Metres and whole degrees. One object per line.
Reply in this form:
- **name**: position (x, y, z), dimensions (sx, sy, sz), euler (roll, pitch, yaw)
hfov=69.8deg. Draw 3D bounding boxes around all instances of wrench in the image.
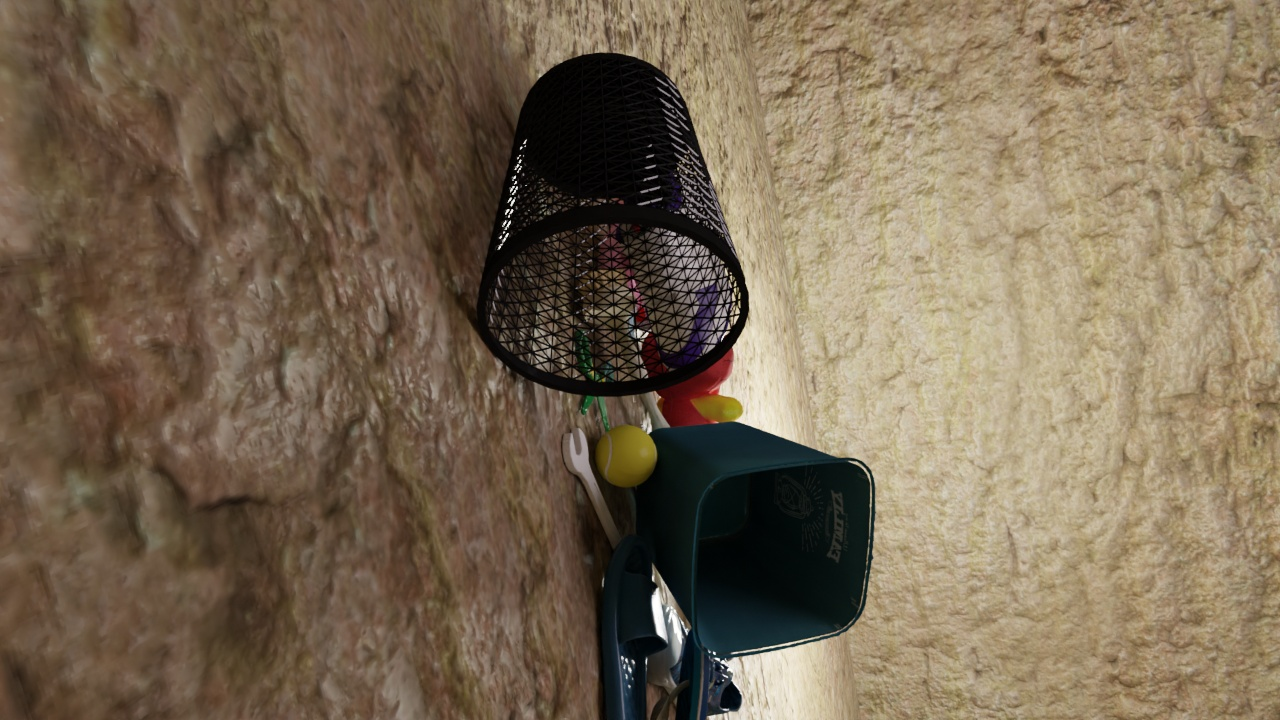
- **wrench**: position (-0.032, 0.176, 0.967), dimensions (0.047, 0.009, 0.274), euler (-78, 154, -51)

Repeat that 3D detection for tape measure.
- **tape measure**: position (0.006, -0.068, 1.199), dimensions (0.060, 0.020, 0.062), euler (31, 53, -70)

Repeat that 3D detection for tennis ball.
- **tennis ball**: position (-0.015, 0.100, 0.963), dimensions (0.065, 0.065, 0.065), euler (-8, 89, -74)

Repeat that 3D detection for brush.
- **brush**: position (-0.006, 0.006, 1.040), dimensions (0.077, 0.062, 0.272), euler (-89, 162, -49)

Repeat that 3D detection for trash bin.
- **trash bin**: position (-0.028, -0.130, 0.808), dimensions (0.217, 0.217, 0.242), euler (62, 19, -50)
- **trash bin**: position (0.103, 0.168, 0.982), dimensions (0.219, 0.199, 0.197), euler (-149, -122, -65)

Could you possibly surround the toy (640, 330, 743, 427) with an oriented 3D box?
- **toy**: position (0.062, 0.044, 1.166), dimensions (0.098, 0.148, 0.216), euler (-4, 88, -48)

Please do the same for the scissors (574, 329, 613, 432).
- **scissors**: position (-0.048, 0.024, 0.988), dimensions (0.131, 0.011, 0.125), euler (-51, 129, -69)

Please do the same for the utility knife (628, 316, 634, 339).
- **utility knife**: position (-0.013, -0.119, 1.168), dimensions (0.029, 0.020, 0.202), euler (43, 43, -63)

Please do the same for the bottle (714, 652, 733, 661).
- **bottle**: position (0.099, 0.329, 1.259), dimensions (0.056, 0.057, 0.162), euler (10, 73, -73)

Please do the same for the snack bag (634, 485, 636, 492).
- **snack bag**: position (0.025, 0.175, 1.118), dimensions (0.076, 0.036, 0.116), euler (-62, 141, -63)

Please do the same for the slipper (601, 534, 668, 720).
- **slipper**: position (-0.001, 0.286, 0.934), dimensions (0.104, 0.059, 0.213), euler (49, 40, -63)

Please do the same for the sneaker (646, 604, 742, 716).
- **sneaker**: position (0.065, 0.355, 1.077), dimensions (0.236, 0.079, 0.087), euler (65, 29, -47)

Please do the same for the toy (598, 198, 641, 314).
- **toy**: position (-0.009, -0.138, 1.105), dimensions (0.123, 0.067, 0.157), euler (31, 48, -67)

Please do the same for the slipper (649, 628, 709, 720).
- **slipper**: position (0.027, 0.418, 0.950), dimensions (0.118, 0.060, 0.294), euler (81, 16, -87)

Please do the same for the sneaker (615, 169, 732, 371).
- **sneaker**: position (0.027, -0.109, 0.983), dimensions (0.111, 0.092, 0.243), euler (23, 55, -51)
